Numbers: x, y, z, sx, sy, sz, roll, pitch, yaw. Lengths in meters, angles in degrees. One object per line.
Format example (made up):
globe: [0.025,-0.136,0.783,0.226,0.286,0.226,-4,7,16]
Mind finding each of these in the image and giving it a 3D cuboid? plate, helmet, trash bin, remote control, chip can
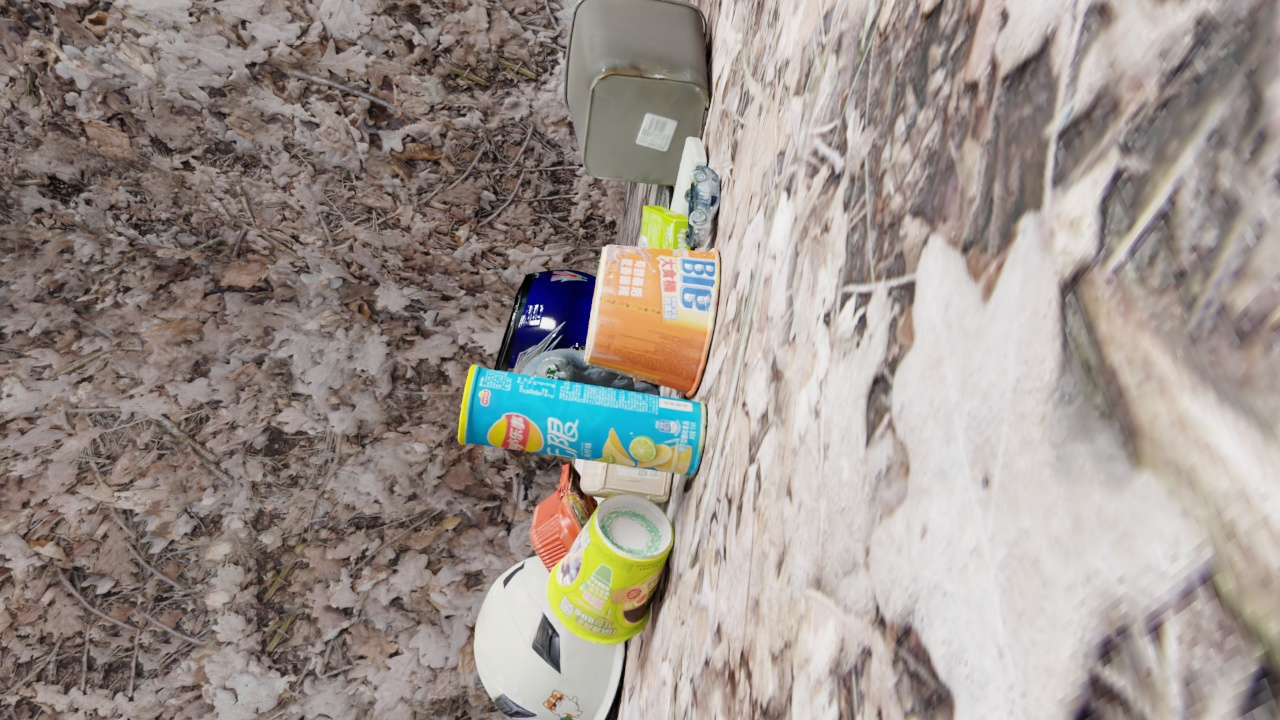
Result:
plate: [0.036,-0.186,1.324,0.179,0.024,0.179,-178,92,-84]
helmet: [-0.131,-0.001,1.626,0.246,0.240,0.316,-89,19,-62]
trash bin: [0.000,-0.365,1.257,0.219,0.198,0.199,-97,14,-48]
remote control: [0.057,-0.200,1.143,0.058,0.021,0.150,-100,16,-46]
helmet: [-0.130,0.357,1.182,0.230,0.157,0.274,-62,18,13]
chip can: [-0.051,0.055,0.814,0.071,0.210,0.071,-173,92,-85]

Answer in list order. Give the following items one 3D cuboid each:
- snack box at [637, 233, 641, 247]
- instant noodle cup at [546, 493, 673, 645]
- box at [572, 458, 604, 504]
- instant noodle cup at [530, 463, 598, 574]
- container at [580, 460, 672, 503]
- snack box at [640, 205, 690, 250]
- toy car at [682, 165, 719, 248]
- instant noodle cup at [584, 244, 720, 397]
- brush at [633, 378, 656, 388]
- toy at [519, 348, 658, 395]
snack box: [0.013,-0.091,1.262,0.075,0.026,0.153,107,159,-69]
instant noodle cup: [-0.024,0.199,0.903,0.111,0.111,0.124,-86,15,-50]
box: [-0.051,0.140,1.287,0.061,0.090,0.184,-44,-37,-79]
instant noodle cup: [-0.068,0.218,1.079,0.164,0.079,0.188,61,-177,-9]
container: [-0.011,0.109,0.994,0.111,0.090,0.090,147,133,-79]
snack box: [0.030,-0.143,1.143,0.156,0.026,0.086,-131,43,-70]
toy car: [0.063,-0.157,0.943,0.043,0.034,0.090,113,163,-61]
instant noodle cup: [0.008,-0.046,0.906,0.151,0.111,0.151,-173,92,-86]
brush: [-0.007,0.007,1.221,0.146,0.073,0.063,117,163,-69]
toy: [-0.076,0.037,1.051,0.356,0.138,0.091,27,-127,-75]
